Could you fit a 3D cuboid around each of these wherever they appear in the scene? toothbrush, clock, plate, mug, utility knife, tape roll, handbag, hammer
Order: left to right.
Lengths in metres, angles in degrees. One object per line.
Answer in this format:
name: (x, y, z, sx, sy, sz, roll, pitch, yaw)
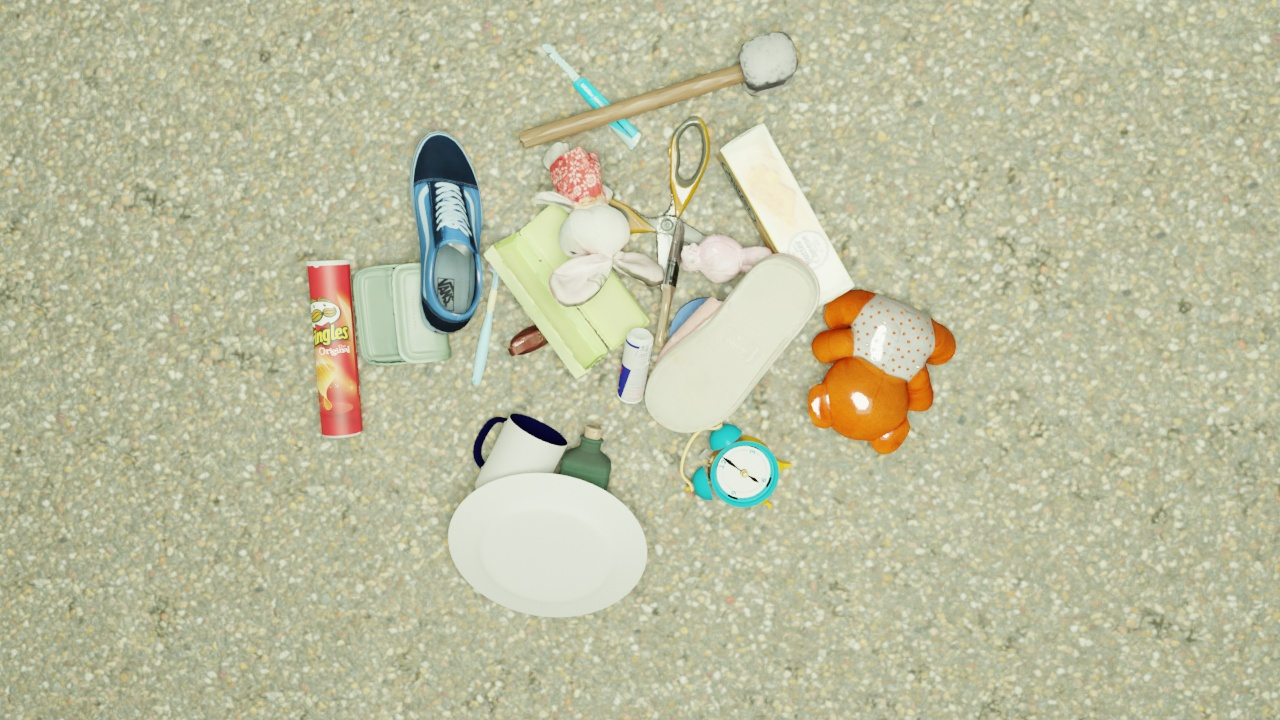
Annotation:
handbag: (-0.285, -0.058, 1.104, 0.106, 0.067, 0.122, -3, 98, 2)
toothbrush: (-0.189, -0.044, 1.126, 0.022, 0.016, 0.155, 16, 100, 33)
mug: (-0.158, 0.118, 1.123, 0.112, 0.078, 0.097, 32, 99, 27)
handbag: (-0.136, -0.019, 1.074, 0.055, 0.119, 0.029, -27, 96, 6)
plate: (-0.113, 0.233, 1.109, 0.242, 0.016, 0.243, 2, 124, 2)
utility knife: (-0.060, -0.312, 1.082, 0.162, 0.015, 0.022, 45, 96, -1)
hammer: (0.019, -0.297, 1.042, 0.329, 0.098, 0.052, -15, 97, 8)
tape roll: (0.080, -0.029, 1.113, 0.093, 0.016, 0.091, 41, 98, -3)
clock: (0.113, 0.131, 1.123, 0.129, 0.043, 0.099, 22, 99, -7)

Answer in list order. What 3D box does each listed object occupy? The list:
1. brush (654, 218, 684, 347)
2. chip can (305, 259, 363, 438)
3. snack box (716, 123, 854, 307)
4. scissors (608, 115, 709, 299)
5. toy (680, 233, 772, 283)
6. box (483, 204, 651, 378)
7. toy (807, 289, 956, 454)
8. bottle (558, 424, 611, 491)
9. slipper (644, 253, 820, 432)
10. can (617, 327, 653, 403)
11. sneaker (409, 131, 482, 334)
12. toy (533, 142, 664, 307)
brush: (0.035, -0.089, 1.074, 0.012, 0.039, 0.151, 10, 90, 12)
chip can: (-0.373, -0.015, 1.122, 0.052, 0.051, 0.215, -2, 98, 3)
snack box: (0.162, -0.161, 1.045, 0.057, 0.104, 0.208, -30, 95, 6)
scissors: (0.015, -0.181, 1.096, 0.230, 0.016, 0.225, 6, 101, 1)
toy: (0.104, -0.118, 1.070, 0.110, 0.064, 0.047, 11, 63, 13)
box: (-0.090, -0.083, 1.099, 0.127, 0.066, 0.188, -40, 96, -12)
toy: (0.274, 0.014, 1.079, 0.164, 0.093, 0.172, 24, 86, -3)
bottle: (-0.070, 0.144, 1.123, 0.061, 0.061, 0.131, 12, 99, -1)
slipper: (0.103, -0.017, 1.056, 0.114, 0.054, 0.275, 42, 123, 0)
can: (-0.006, 0.006, 1.095, 0.032, 0.032, 0.095, 11, 127, 1)
sneaker: (-0.211, -0.154, 1.044, 0.083, 0.098, 0.241, 1, 79, -28)
toy: (-0.061, -0.160, 1.043, 0.158, 0.084, 0.194, -21, 85, -38)
